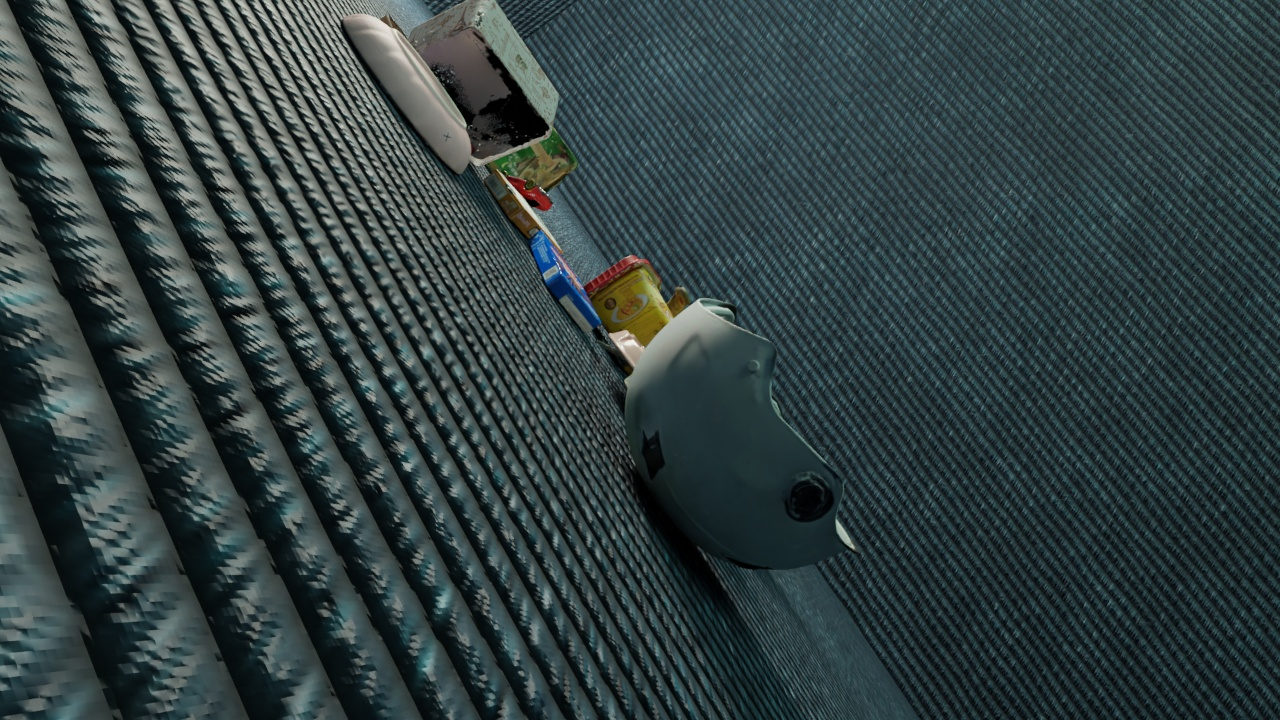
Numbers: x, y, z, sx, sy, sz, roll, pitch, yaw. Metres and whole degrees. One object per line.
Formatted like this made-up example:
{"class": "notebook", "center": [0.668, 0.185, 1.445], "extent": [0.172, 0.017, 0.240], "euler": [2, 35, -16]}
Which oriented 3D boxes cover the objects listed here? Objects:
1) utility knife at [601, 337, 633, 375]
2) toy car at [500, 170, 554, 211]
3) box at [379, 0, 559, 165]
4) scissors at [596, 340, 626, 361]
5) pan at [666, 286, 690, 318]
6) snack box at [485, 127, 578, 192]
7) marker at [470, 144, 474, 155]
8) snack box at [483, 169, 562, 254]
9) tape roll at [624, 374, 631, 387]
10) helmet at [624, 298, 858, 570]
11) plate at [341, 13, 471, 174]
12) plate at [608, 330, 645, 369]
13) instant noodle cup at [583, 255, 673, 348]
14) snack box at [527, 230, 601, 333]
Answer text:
{"class": "utility knife", "center": [-0.004, 0.024, 1.325], "extent": [0.033, 0.015, 0.223], "euler": [55, 4, 40]}
{"class": "toy car", "center": [-0.171, -0.242, 1.317], "extent": [0.106, 0.031, 0.049], "euler": [27, -10, 38]}
{"class": "box", "center": [-0.238, -0.358, 1.187], "extent": [0.270, 0.136, 0.179], "euler": [15, -26, 44]}
{"class": "scissors", "center": [0.008, 0.007, 1.243], "extent": [0.164, 0.164, 0.014], "euler": [114, -18, -63]}
{"class": "pan", "center": [0.030, -0.050, 1.470], "extent": [0.197, 0.078, 0.358], "euler": [59, -6, 8]}
{"class": "snack box", "center": [-0.172, -0.299, 1.422], "extent": [0.117, 0.118, 0.106], "euler": [55, -6, 2]}
{"class": "marker", "center": [-0.249, -0.303, 1.119], "extent": [0.145, 0.017, 0.017], "euler": [50, 6, -48]}
{"class": "snack box", "center": [-0.157, -0.194, 1.248], "extent": [0.075, 0.026, 0.154], "euler": [56, 3, 21]}
{"class": "tape roll", "center": [0.008, 0.056, 1.205], "extent": [0.086, 0.014, 0.085], "euler": [54, 4, -6]}
{"class": "helmet", "center": [0.073, 0.082, 0.804], "extent": [0.259, 0.146, 0.229], "euler": [62, 3, -19]}
{"class": "plate", "center": [-0.235, -0.286, 0.968], "extent": [0.192, 0.039, 0.192], "euler": [55, 4, -6]}
{"class": "plate", "center": [0.040, 0.055, 1.073], "extent": [0.229, 0.028, 0.229], "euler": [54, 0, 0]}
{"class": "instant noodle cup", "center": [-0.007, -0.062, 1.290], "extent": [0.123, 0.116, 0.116], "euler": [58, 5, 22]}
{"class": "snack box", "center": [-0.098, -0.102, 1.161], "extent": [0.084, 0.026, 0.157], "euler": [52, 5, -32]}
